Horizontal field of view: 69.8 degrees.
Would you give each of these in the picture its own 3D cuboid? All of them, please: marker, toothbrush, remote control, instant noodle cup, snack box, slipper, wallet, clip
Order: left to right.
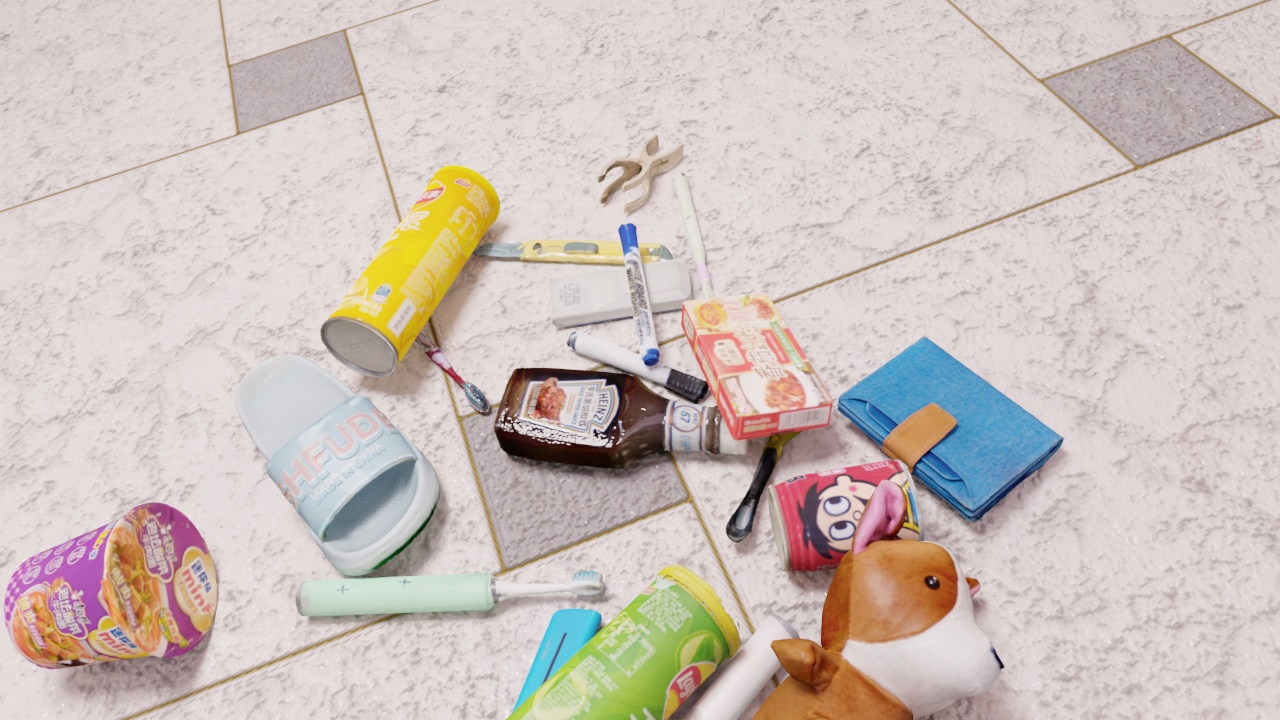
[{"bbox_3d":[-0.379,0.165,0.652,0.099,0.112,0.111,-15,52,8],"label":"instant noodle cup"},{"bbox_3d":[-0.248,0.064,0.723,0.103,0.074,0.245,-38,55,-20],"label":"slipper"},{"bbox_3d":[-0.186,-0.013,0.806,0.016,0.017,0.187,-37,56,-18],"label":"toothbrush"},{"bbox_3d":[-0.137,0.166,0.657,0.224,0.026,0.027,-4,31,7],"label":"toothbrush"},{"bbox_3d":[-0.018,-0.061,0.812,0.125,0.024,0.049,-10,54,3],"label":"remote control"},{"bbox_3d":[-0.005,0.004,0.764,0.131,0.018,0.022,20,68,22],"label":"marker"},{"bbox_3d":[-0.002,-0.058,0.781,0.017,0.017,0.145,-11,57,1],"label":"marker"},{"bbox_3d":[0.009,-0.180,0.895,0.104,0.035,0.081,-32,51,-24],"label":"clip"},{"bbox_3d":[0.022,0.247,0.569,0.220,0.026,0.027,-43,17,-22],"label":"toothbrush"},{"bbox_3d":[0.052,-0.111,0.842,0.020,0.029,0.189,-40,43,30],"label":"toothbrush"},{"bbox_3d":[0.087,0.000,0.717,0.075,0.025,0.152,-7,37,-11],"label":"snack box"},{"bbox_3d":[0.227,0.047,0.682,0.106,0.040,0.133,-32,54,-20],"label":"wallet"}]

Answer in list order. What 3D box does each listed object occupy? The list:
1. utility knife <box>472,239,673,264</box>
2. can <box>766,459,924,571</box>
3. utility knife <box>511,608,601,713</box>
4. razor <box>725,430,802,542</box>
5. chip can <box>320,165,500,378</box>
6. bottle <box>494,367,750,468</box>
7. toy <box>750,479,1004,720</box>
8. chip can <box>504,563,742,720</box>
[{"bbox_3d":[-0.063,-0.100,0.858,0.195,0.020,0.030,0,47,15],"label":"utility knife"},{"bbox_3d":[0.139,0.108,0.630,0.094,0.067,0.066,-10,52,2],"label":"can"},{"bbox_3d":[-0.078,0.253,0.587,0.034,0.018,0.206,14,58,18],"label":"utility knife"},{"bbox_3d":[0.095,0.077,0.688,0.043,0.022,0.142,19,56,16],"label":"razor"},{"bbox_3d":[-0.197,-0.084,0.815,0.072,0.072,0.212,9,49,16],"label":"chip can"},{"bbox_3d":[-0.012,0.047,0.717,0.195,0.044,0.079,5,52,12],"label":"bottle"},{"bbox_3d":[0.144,0.183,0.540,0.131,0.140,0.199,-4,40,44],"label":"toy"},{"bbox_3d":[-0.036,0.222,0.558,0.220,0.073,0.072,-38,56,-25],"label":"chip can"}]
